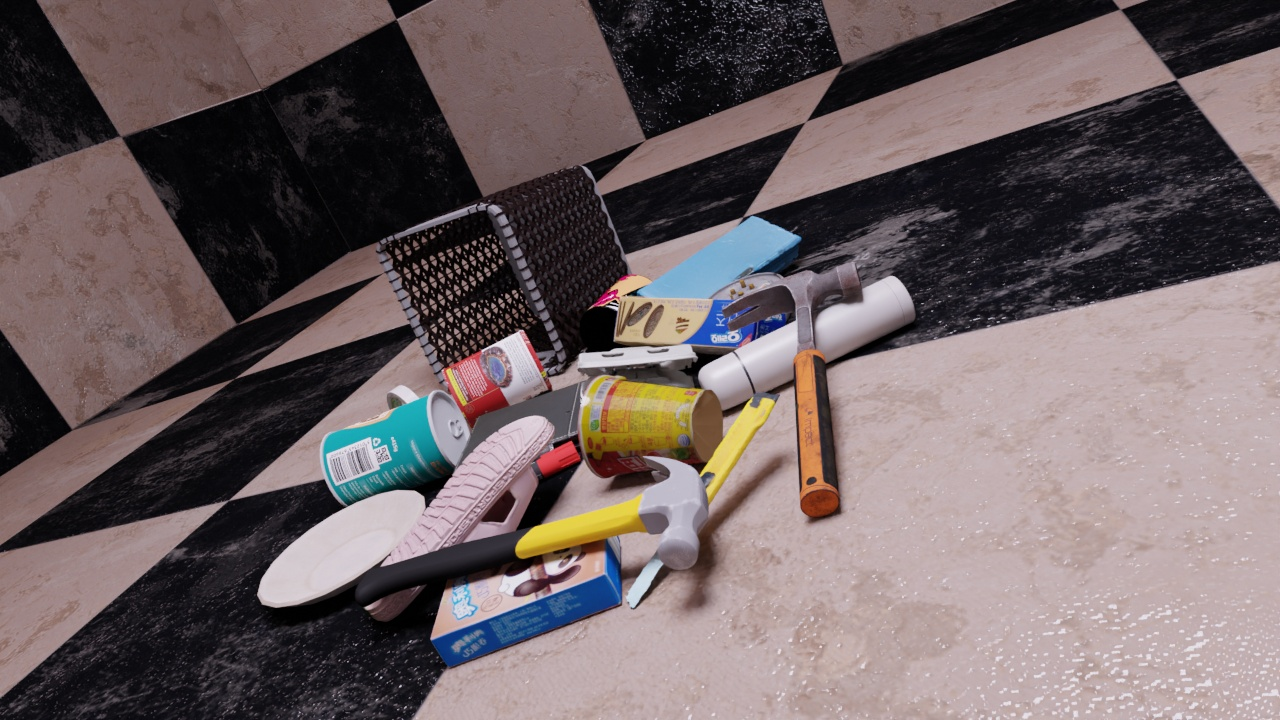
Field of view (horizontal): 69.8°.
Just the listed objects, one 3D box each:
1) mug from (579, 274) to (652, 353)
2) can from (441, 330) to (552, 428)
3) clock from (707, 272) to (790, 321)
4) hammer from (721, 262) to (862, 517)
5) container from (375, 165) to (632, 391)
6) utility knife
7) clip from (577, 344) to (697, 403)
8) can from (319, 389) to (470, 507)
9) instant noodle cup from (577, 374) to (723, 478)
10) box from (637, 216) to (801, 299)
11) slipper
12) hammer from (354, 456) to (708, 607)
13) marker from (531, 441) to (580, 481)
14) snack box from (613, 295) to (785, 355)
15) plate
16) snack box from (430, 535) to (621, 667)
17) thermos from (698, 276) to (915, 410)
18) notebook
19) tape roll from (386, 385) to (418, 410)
[{"bbox_3d":[-0.032,-0.046,1.223,0.118,0.082,0.098,-44,3,40],"label":"mug"},{"bbox_3d":[-0.185,0.024,1.192,0.116,0.087,0.086,-27,20,-6],"label":"can"},{"bbox_3d":[0.131,-0.071,1.108,0.104,0.056,0.147,-15,24,24],"label":"clock"},{"bbox_3d":[0.138,0.018,0.814,0.138,0.035,0.313,-14,33,17],"label":"hammer"},{"bbox_3d":[-0.183,-0.129,1.358,0.248,0.246,0.242,-10,21,35],"label":"container"},{"bbox_3d":[0.051,0.107,0.736,0.031,0.019,0.216,-2,49,55],"label":"utility knife"},{"bbox_3d":[-0.005,0.025,0.995,0.126,0.099,0.152,-2,-8,-3],"label":"clip"},{"bbox_3d":[-0.285,0.106,1.079,0.144,0.099,0.099,-21,20,10],"label":"can"},{"bbox_3d":[0.013,0.063,0.864,0.113,0.100,0.100,-1,29,29],"label":"instant noodle cup"},{"bbox_3d":[0.106,-0.110,1.207,0.093,0.054,0.230,30,52,34],"label":"box"},{"bbox_3d":[-0.160,0.154,0.869,0.239,0.064,0.094,-49,23,-14],"label":"slipper"},{"bbox_3d":[-0.094,0.149,0.745,0.324,0.029,0.126,-18,23,21],"label":"hammer"},{"bbox_3d":[-0.133,0.127,0.961,0.145,0.021,0.023,-26,57,-4],"label":"marker"},{"bbox_3d":[0.063,-0.039,1.043,0.207,0.057,0.056,4,-7,42],"label":"snack box"},{"bbox_3d":[-0.308,0.202,0.966,0.189,0.027,0.188,-22,20,8],"label":"plate"},{"bbox_3d":[-0.090,0.185,0.743,0.151,0.034,0.087,-23,20,7],"label":"snack box"},{"bbox_3d":[0.166,-0.015,0.929,0.224,0.052,0.052,-25,20,-2],"label":"thermos"},{"bbox_3d":[-0.106,0.073,1.060,0.209,0.029,0.169,-22,20,10],"label":"notebook"},{"bbox_3d":[-0.290,0.075,1.173,0.018,0.094,0.094,-36,22,-30],"label":"tape roll"}]
